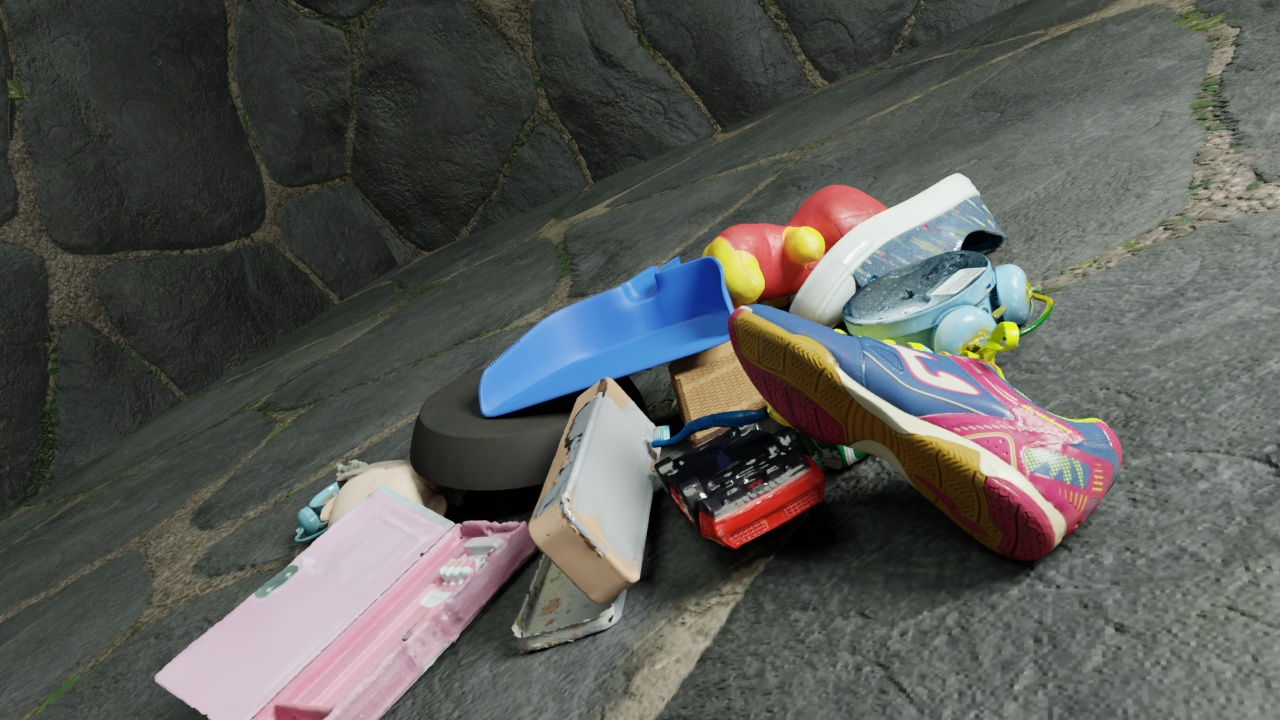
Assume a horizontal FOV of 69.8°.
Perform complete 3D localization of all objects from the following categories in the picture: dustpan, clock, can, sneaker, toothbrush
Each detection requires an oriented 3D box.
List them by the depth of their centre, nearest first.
[{"bbox_3d":[0.152,0.019,0.528,0.091,0.116,0.242,-40,46,-16],"label":"sneaker"},{"bbox_3d":[0.156,0.031,0.623,0.101,0.053,0.053,-29,17,-10],"label":"can"},{"bbox_3d":[0.044,0.047,0.653,0.021,0.016,0.133,3,-14,-32],"label":"toothbrush"},{"bbox_3d":[0.231,-0.036,0.703,0.117,0.060,0.162,-36,20,-28],"label":"clock"},{"bbox_3d":[0.236,-0.087,0.818,0.235,0.079,0.088,-33,-23,-23],"label":"sneaker"},{"bbox_3d":[-0.001,-0.044,0.867,0.246,0.059,0.257,-18,10,23],"label":"dustpan"},{"bbox_3d":[-0.324,0.156,0.980,0.087,0.042,0.123,-19,16,23],"label":"clock"}]

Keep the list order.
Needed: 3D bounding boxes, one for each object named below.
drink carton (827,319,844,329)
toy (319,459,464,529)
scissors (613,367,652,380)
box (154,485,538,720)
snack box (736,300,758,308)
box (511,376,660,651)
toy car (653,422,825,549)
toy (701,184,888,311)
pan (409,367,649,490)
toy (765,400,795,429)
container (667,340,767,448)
[{"bbox_3d":[0.160,-0.034,0.861,0.122,0.039,0.069,-41,22,-23],"label":"drink carton"},{"bbox_3d":[-0.233,0.142,0.836,0.133,0.076,0.175,-6,19,11],"label":"toy"},{"bbox_3d":[0.010,-0.002,0.812,0.109,0.015,0.133,-27,6,-40],"label":"scissors"},{"bbox_3d":[-0.205,0.190,0.676,0.180,0.059,0.232,8,34,34],"label":"box"},{"bbox_3d":[0.096,-0.082,1.016,0.025,0.075,0.151,-9,24,40],"label":"snack box"},{"bbox_3d":[-0.037,0.094,0.655,0.094,0.107,0.215,-10,20,10],"label":"box"},{"bbox_3d":[0.062,0.080,0.616,0.081,0.056,0.189,-27,6,-6],"label":"toy car"},{"bbox_3d":[0.161,-0.111,0.932,0.216,0.099,0.148,-23,-1,-18],"label":"toy"},{"bbox_3d":[-0.072,0.025,0.914,0.249,0.043,0.354,6,24,34],"label":"pan"},{"bbox_3d":[0.140,0.022,0.696,0.094,0.041,0.095,-21,12,1],"label":"toy"},{"bbox_3d":[0.078,0.016,0.768,0.114,0.061,0.063,-26,17,0],"label":"container"}]
